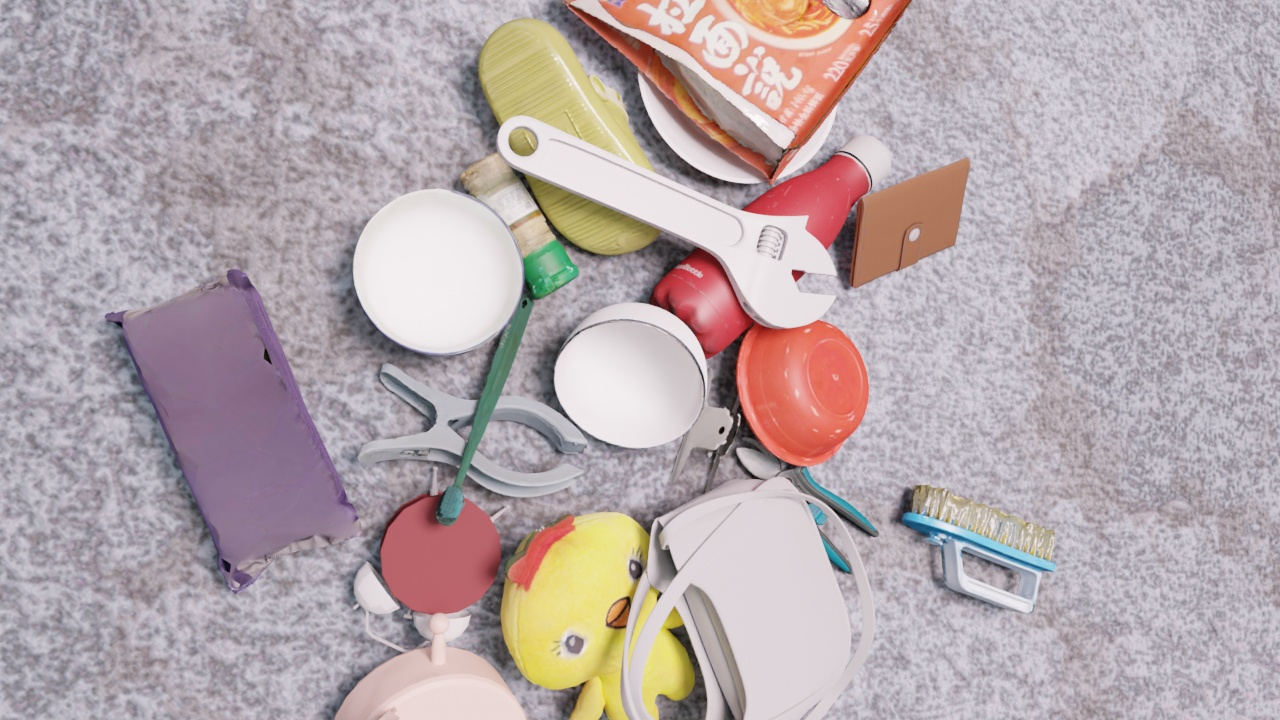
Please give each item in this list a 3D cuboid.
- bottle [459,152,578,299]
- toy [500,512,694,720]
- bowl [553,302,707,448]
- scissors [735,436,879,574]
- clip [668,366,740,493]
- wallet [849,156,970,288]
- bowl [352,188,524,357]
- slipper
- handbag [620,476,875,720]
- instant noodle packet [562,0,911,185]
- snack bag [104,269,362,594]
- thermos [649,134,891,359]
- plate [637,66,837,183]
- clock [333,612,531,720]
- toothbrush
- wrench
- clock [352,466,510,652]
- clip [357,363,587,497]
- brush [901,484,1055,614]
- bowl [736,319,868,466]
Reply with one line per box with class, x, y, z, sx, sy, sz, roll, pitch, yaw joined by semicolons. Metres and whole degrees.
bottle;-0.092;-0.101;0.694;0.043;0.043;0.111;-34;96;-16
toy;-0.029;0.193;0.674;0.133;0.092;0.207;-43;109;-24
bowl;-0.004;0.004;0.692;0.113;0.063;0.114;5;122;8
scissors;0.138;0.122;0.762;0.131;0.019;0.149;-4;89;-18
clip;0.057;0.056;0.730;0.057;0.054;0.102;15;81;23
wallet;0.228;-0.116;0.776;0.120;0.013;0.087;-23;132;-22
bowl;-0.147;-0.060;0.665;0.118;0.062;0.118;1;87;-17
slipper;-0.048;-0.170;0.699;0.092;0.081;0.190;-26;109;25
handbag;0.071;0.202;0.656;0.222;0.096;0.216;-25;95;-48
instant noodle packet;0.070;-0.271;0.715;0.221;0.084;0.164;37;78;0
snack bag;-0.274;0.045;0.623;0.096;0.058;0.205;-25;93;-17
thermos;0.113;-0.101;0.740;0.239;0.073;0.073;-42;98;-15
plate;0.076;-0.227;0.755;0.173;0.036;0.174;1;86;-17
clock;-0.139;0.272;0.623;0.131;0.086;0.160;-39;123;-16
toothbrush;-0.109;0.030;0.660;0.016;0.017;0.189;21;59;-11
wrench;0.022;-0.098;0.660;0.273;0.018;0.086;20;84;-16
clock;-0.150;0.147;0.660;0.087;0.044;0.124;31;79;-13
clip;-0.118;0.043;0.680;0.163;0.028;0.106;12;57;-17
brush;0.282;0.160;0.783;0.136;0.055;0.075;22;75;-14
bowl;0.139;0.018;0.733;0.130;0.045;0.130;10;72;-34
